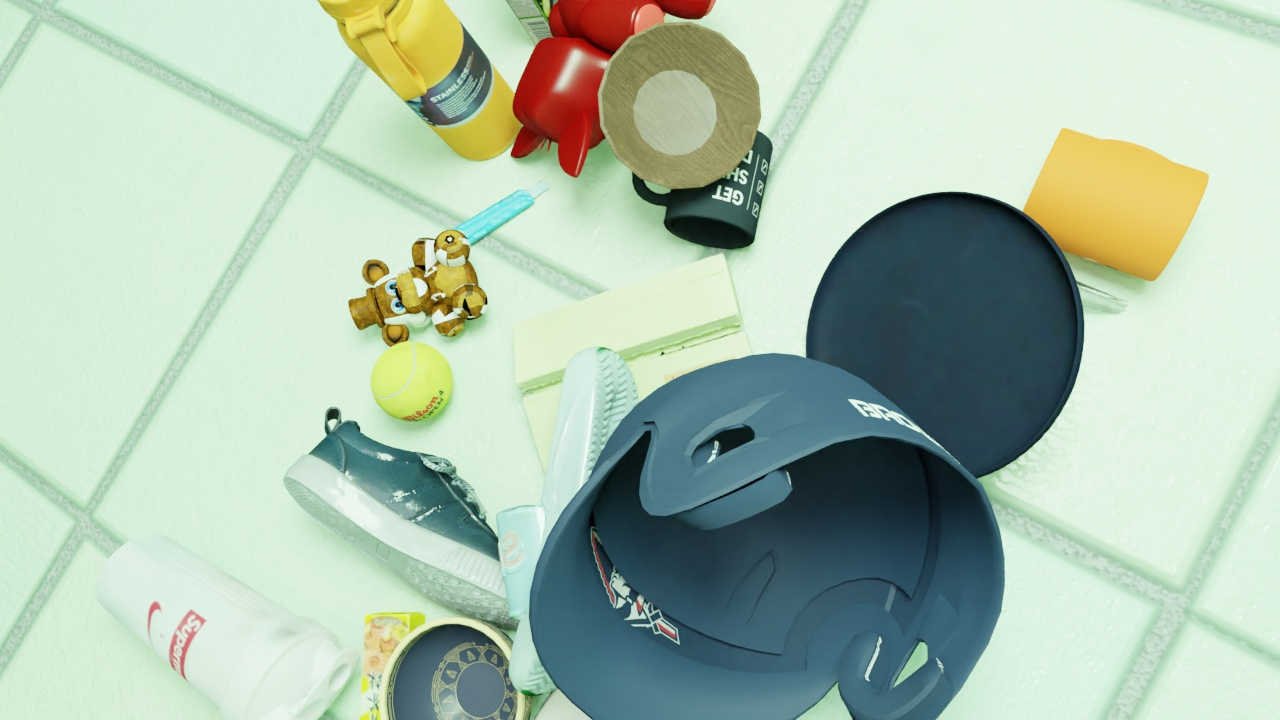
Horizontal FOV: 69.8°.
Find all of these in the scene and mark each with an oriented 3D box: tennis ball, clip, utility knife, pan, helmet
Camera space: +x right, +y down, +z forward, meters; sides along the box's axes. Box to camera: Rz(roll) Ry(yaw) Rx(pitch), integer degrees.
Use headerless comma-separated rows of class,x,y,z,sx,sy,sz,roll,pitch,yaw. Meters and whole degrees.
tennis ball,-0.186,0.017,0.746,0.065,0.065,0.065,-3,77,14
clip,0.287,-0.052,0.643,0.054,0.101,0.040,-14,64,58
utility knife,-0.130,-0.119,0.790,0.124,0.015,0.022,-29,85,5
pan,0.188,0.062,0.630,0.199,0.021,0.356,11,93,46
helmet,0.058,0.119,0.575,0.272,0.223,0.232,-41,111,-4

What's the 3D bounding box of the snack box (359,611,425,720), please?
snack box,-0.193,0.271,0.711,0.040,0.029,0.148,-4,77,15

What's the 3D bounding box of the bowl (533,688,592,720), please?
bowl,-0.024,0.279,0.633,0.117,0.067,0.117,-37,31,27

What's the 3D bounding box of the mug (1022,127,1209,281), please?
mug,0.329,-0.119,0.639,0.096,0.078,0.112,25,57,19

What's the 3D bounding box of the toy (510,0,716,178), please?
toy,-0.031,-0.242,0.734,0.158,0.120,0.197,34,100,56

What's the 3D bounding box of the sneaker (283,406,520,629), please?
sneaker,-0.163,0.121,0.710,0.235,0.089,0.087,32,56,5

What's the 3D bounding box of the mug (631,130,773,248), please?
mug,0.045,-0.139,0.706,0.105,0.071,0.077,15,80,-14

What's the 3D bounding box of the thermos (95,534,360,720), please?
thermos,-0.334,0.221,0.731,0.220,0.099,0.099,23,84,23

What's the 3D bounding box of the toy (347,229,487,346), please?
toy,-0.186,-0.056,0.765,0.112,0.067,0.087,-18,88,-3

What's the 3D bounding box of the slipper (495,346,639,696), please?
slipper,-0.054,0.109,0.654,0.074,0.104,0.245,2,76,26

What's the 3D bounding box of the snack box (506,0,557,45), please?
snack box,-0.097,-0.335,0.757,0.025,0.147,0.080,0,78,15

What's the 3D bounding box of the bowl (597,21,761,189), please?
bowl,0.027,-0.180,0.660,0.118,0.030,0.118,0,93,-7

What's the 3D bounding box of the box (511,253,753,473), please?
box,-0.006,0.003,0.715,0.188,0.047,0.140,-16,77,12

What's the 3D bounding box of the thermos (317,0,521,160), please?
thermos,-0.162,-0.232,0.707,0.076,0.232,0.091,-43,71,2

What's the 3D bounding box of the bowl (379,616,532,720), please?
bowl,-0.128,0.247,0.681,0.112,0.061,0.112,-3,77,14
